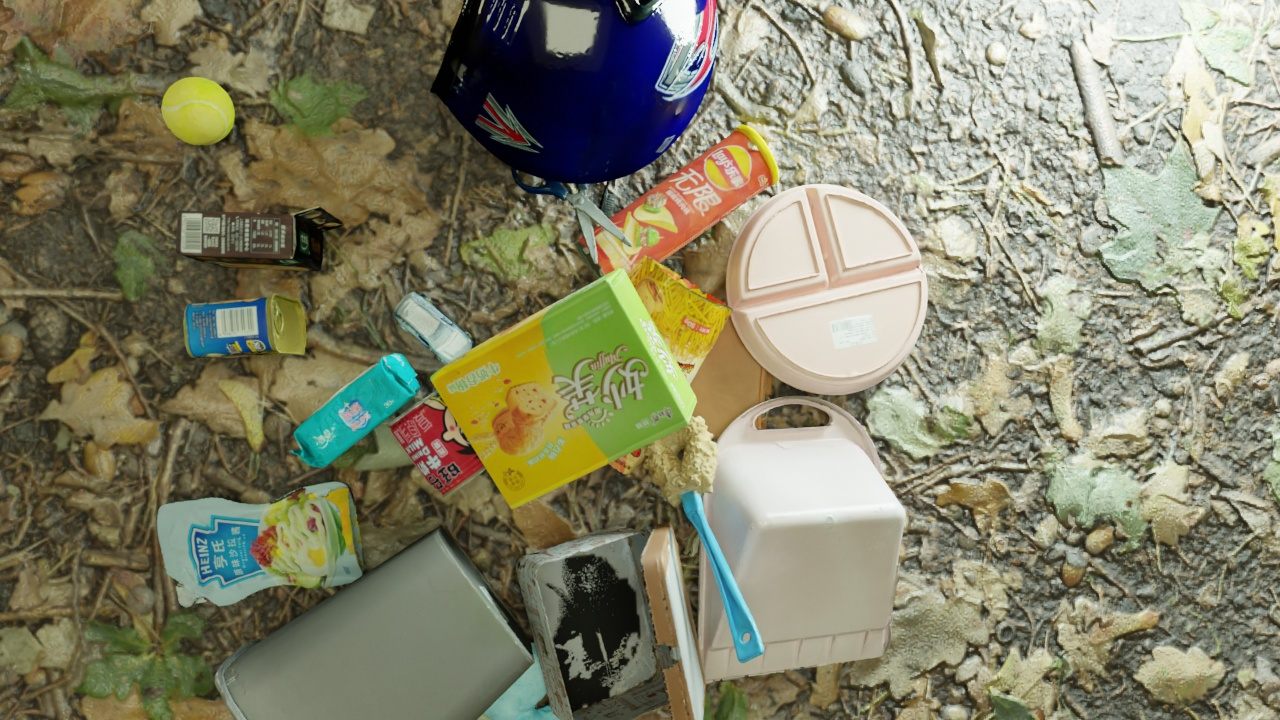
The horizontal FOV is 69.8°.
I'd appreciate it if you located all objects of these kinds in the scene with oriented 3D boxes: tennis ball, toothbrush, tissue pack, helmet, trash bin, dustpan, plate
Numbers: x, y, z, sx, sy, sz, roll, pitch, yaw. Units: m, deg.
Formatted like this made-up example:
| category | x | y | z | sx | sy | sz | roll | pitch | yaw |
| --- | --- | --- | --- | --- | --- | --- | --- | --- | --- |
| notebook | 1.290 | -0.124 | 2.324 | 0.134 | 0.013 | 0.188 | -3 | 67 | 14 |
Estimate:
| category | x | y | z | sx | sy | sz | roll | pitch | yaw |
| --- | --- | --- | --- | --- | --- | --- | --- | --- | --- |
| tennis ball | -0.435 | -0.245 | 0.903 | 0.065 | 0.065 | 0.065 | 0 | 89 | -6 |
| toothbrush | -0.011 | -0.236 | 0.974 | 0.016 | 0.014 | 0.189 | 19 | 87 | -13 |
| tissue pack | -0.279 | 0.049 | 0.903 | 0.133 | 0.093 | 0.050 | -40 | 98 | -6 |
| helmet | -0.047 | -0.317 | 0.865 | 0.240 | 0.248 | 0.314 | 20 | 63 | -19 |
| trash bin | -0.232 | 0.287 | 0.863 | 0.219 | 0.199 | 0.198 | -36 | 91 | -11 |
| dustpan | 0.164 | 0.186 | 0.970 | 0.222 | 0.138 | 0.274 | 0 | 119 | -18 |
| plate | 0.203 | -0.078 | 0.971 | 0.229 | 0.028 | 0.229 | 1 | 84 | -13 |

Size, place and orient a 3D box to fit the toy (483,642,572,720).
| category | x | y | z | sx | sy | sz | roll | pitch | yaw |
| --- | --- | --- | --- | --- | --- | --- | --- | --- | --- |
| toy | -0.114 | 0.385 | 0.940 | 0.161 | 0.050 | 0.156 | -39 | 86 | -12 |

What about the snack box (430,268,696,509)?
| category | x | y | z | sx | sy | sz | roll | pitch | yaw |
| --- | --- | --- | --- | --- | --- | --- | --- | --- | --- |
| snack box | -0.073 | 0.028 | 0.889 | 0.210 | 0.070 | 0.157 | -27 | 100 | 17 |

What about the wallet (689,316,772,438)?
| category | x | y | z | sx | sy | sz | roll | pitch | yaw |
| --- | --- | --- | --- | --- | --- | --- | --- | --- | --- |
| wallet | 0.087 | 0.018 | 0.973 | 0.108 | 0.031 | 0.132 | 4 | 90 | -5 |

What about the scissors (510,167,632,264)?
| category | x | y | z | sx | sy | sz | roll | pitch | yaw |
| --- | --- | --- | --- | --- | --- | --- | --- | --- | --- |
| scissors | -0.072 | -0.168 | 0.933 | 0.156 | 0.012 | 0.165 | 4 | 64 | 11 |

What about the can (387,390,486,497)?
| category | x | y | z | sx | sy | sz | roll | pitch | yaw |
| --- | --- | --- | --- | --- | --- | --- | --- | --- | --- |
| can | -0.200 | 0.084 | 0.924 | 0.066 | 0.066 | 0.094 | -36 | 93 | -5 |

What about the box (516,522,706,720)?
| category | x | y | z | sx | sy | sz | roll | pitch | yaw |
| --- | --- | --- | --- | --- | --- | --- | --- | --- | --- |
| box | -0.006 | 0.261 | 0.872 | 0.154 | 0.188 | 0.183 | -15 | 91 | -22 |

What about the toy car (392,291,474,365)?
| category | x | y | z | sx | sy | sz | roll | pitch | yaw |
| --- | --- | --- | --- | --- | --- | --- | --- | --- | --- |
| toy car | -0.212 | -0.032 | 0.942 | 0.090 | 0.034 | 0.043 | 42 | 83 | -6 |

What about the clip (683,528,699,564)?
| category | x | y | z | sx | sy | sz | roll | pitch | yaw |
| --- | --- | --- | --- | --- | --- | --- | --- | --- | --- |
| clip | 0.089 | 0.176 | 0.973 | 0.071 | 0.035 | 0.100 | 43 | 77 | -3 |

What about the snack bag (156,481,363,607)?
| category | x | y | z | sx | sy | sz | roll | pitch | yaw |
| --- | --- | --- | --- | --- | --- | --- | --- | --- | --- |
| snack bag | -0.381 | 0.185 | 0.921 | 0.191 | 0.039 | 0.110 | -8 | 102 | -5 |

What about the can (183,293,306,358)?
| category | x | y | z | sx | sy | sz | roll | pitch | yaw |
| --- | --- | --- | --- | --- | --- | --- | --- | --- | --- |
| can | -0.381 | -0.031 | 0.890 | 0.083 | 0.102 | 0.057 | -5 | 90 | -4 |

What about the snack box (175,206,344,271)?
| category | x | y | z | sx | sy | sz | roll | pitch | yaw |
| --- | --- | --- | --- | --- | --- | --- | --- | --- | --- |
| snack box | -0.362 | -0.118 | 0.885 | 0.125 | 0.113 | 0.053 | 3 | 90 | -6 |

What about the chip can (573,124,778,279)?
| category | x | y | z | sx | sy | sz | roll | pitch | yaw |
| --- | --- | --- | --- | --- | --- | --- | --- | --- | --- |
| chip can | 0.038 | -0.154 | 0.950 | 0.216 | 0.073 | 0.073 | -36 | 93 | -4 |

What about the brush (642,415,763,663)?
| category | x | y | z | sx | sy | sz | roll | pitch | yaw |
| --- | --- | --- | --- | --- | --- | --- | --- | --- | --- |
| brush | 0.064 | 0.163 | 0.878 | 0.083 | 0.046 | 0.254 | -30 | 56 | 17 |

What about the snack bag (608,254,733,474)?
| category | x | y | z | sx | sy | sz | roll | pitch | yaw |
| --- | --- | --- | --- | --- | --- | --- | --- | --- | --- |
| snack bag | -0.006 | 0.005 | 0.939 | 0.128 | 0.073 | 0.208 | 32 | 103 | -6 |
